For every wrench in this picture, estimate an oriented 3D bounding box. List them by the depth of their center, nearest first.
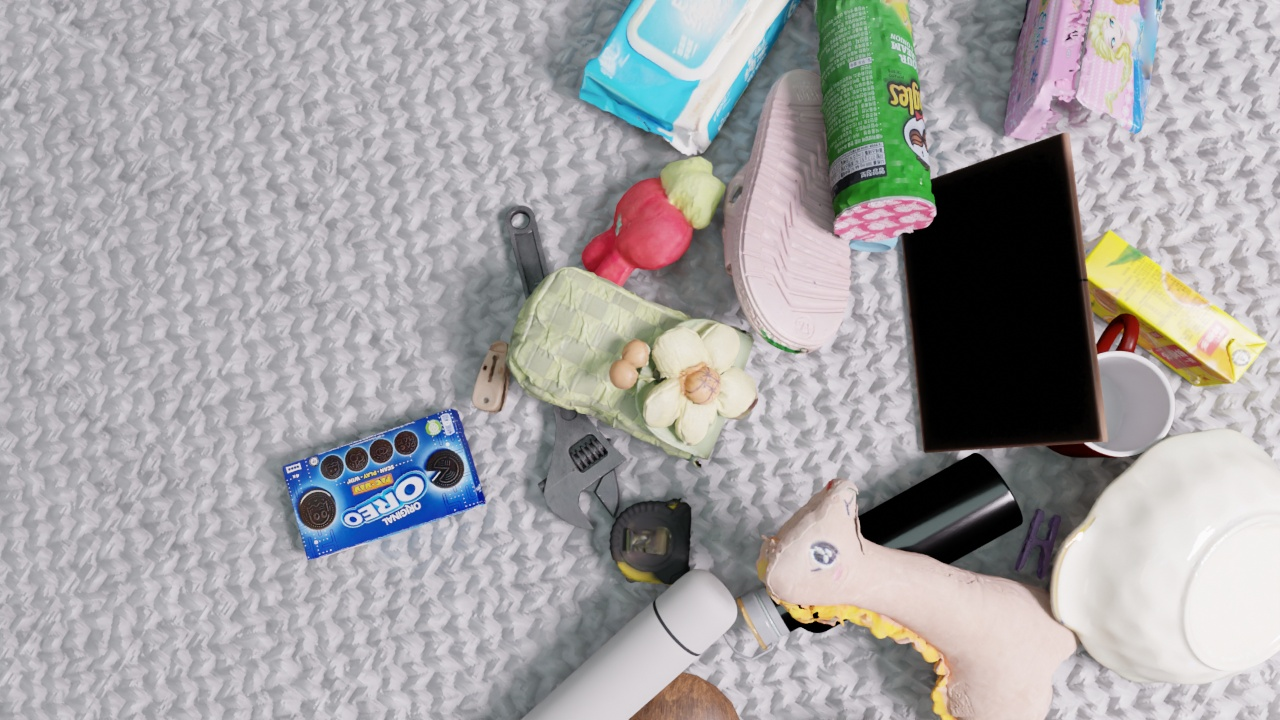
[{"bbox_3d":[-0.069,0.002,0.745,0.073,0.018,0.273,-14,81,-4],"label":"wrench"}]

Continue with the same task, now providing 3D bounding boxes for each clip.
[{"bbox_3d":[0.304,0.139,0.693,0.036,0.013,0.053,7,82,6],"label":"clip"},{"bbox_3d":[-0.120,0.013,0.739,0.025,0.043,0.061,9,90,6],"label":"clip"}]

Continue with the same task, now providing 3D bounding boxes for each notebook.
[{"bbox_3d":[0.256,-0.041,0.666,0.008,0.142,0.209,0,82,-35],"label":"notebook"}]

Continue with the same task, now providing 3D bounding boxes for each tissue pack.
[{"bbox_3d":[0.051,-0.274,0.739,0.117,0.066,0.209,33,86,8],"label":"tissue pack"}]

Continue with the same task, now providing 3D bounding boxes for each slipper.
[{"bbox_3d":[0.110,-0.114,0.705,0.094,0.065,0.238,19,65,-18],"label":"slipper"}]

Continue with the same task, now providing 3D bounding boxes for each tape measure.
[{"bbox_3d":[0.008,0.139,0.713,0.063,0.038,0.067,3,85,7],"label":"tape measure"}]

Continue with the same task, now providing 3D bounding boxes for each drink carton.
[{"bbox_3d":[0.380,-0.035,0.678,0.134,0.058,0.043,39,91,8],"label":"drink carton"}]

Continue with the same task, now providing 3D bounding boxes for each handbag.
[{"bbox_3d":[-0.004,0.004,0.680,0.186,0.117,0.113,21,89,-9],"label":"handbag"}]

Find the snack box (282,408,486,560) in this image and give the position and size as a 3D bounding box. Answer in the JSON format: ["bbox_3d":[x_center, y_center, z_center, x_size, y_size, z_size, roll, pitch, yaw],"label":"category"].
[{"bbox_3d":[-0.208,0.102,0.746,0.150,0.027,0.082,-20,83,4],"label":"snack box"}]

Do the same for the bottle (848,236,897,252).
[{"bbox_3d":[0.187,-0.152,0.721,0.040,0.040,0.130,6,85,7],"label":"bottle"}]

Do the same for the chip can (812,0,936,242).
[{"bbox_3d":[0.168,-0.203,0.674,0.075,0.075,0.223,-3,75,6],"label":"chip can"}]

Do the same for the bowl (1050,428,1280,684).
[{"bbox_3d":[0.387,0.144,0.618,0.219,0.060,0.188,-6,104,-14],"label":"bowl"}]

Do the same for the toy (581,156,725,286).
[{"bbox_3d":[0.008,-0.105,0.724,0.135,0.045,0.091,-42,41,13],"label":"toy"}]

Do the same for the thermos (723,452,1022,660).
[{"bbox_3d":[0.164,0.151,0.682,0.231,0.061,0.061,-30,82,3],"label":"thermos"}]

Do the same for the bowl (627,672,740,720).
[{"bbox_3d":[0.024,0.298,0.700,0.102,0.026,0.114,36,89,9],"label":"bowl"}]

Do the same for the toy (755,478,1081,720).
[{"bbox_3d":[0.189,0.196,0.629,0.264,0.065,0.196,16,92,-19],"label":"toy"}]

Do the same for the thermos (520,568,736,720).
[{"bbox_3d":[-0.021,0.242,0.684,0.224,0.052,0.052,-44,81,8],"label":"thermos"}]

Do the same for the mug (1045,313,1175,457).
[{"bbox_3d":[0.335,0.018,0.666,0.073,0.082,0.105,16,86,8],"label":"mug"}]

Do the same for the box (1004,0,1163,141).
[{"bbox_3d":[0.351,-0.282,0.695,0.097,0.085,0.230,12,85,5],"label":"box"}]
